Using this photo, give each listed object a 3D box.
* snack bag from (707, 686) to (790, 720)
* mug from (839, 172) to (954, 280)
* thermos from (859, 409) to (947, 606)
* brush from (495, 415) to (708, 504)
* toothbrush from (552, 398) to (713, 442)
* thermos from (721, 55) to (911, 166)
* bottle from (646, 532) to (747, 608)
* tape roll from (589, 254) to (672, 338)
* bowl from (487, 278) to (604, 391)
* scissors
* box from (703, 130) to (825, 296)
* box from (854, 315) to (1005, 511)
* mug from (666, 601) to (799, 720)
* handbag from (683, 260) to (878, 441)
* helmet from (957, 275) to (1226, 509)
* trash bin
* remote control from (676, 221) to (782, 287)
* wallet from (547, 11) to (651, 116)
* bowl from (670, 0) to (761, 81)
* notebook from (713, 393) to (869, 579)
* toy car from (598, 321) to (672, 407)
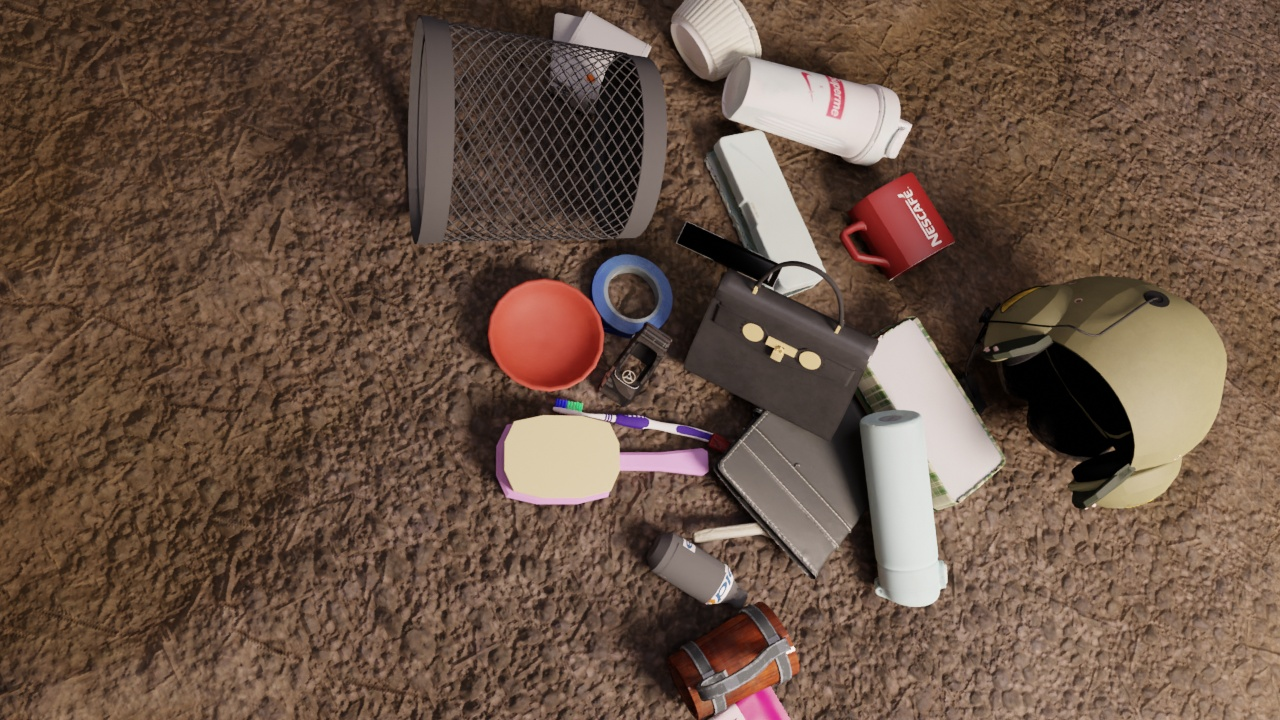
[{"bbox_3d":[0.066,0.402,0.921,0.196,0.016,0.070,-29,83,-19],"label":"snack bag"},{"bbox_3d":[0.295,-0.150,1.085,0.116,0.080,0.096,-29,84,-12],"label":"mug"},{"bbox_3d":[0.279,0.159,0.980,0.078,0.065,0.207,-7,99,12],"label":"thermos"},{"bbox_3d":[-0.034,0.103,0.957,0.228,0.043,0.089,2,76,-13],"label":"brush"},{"bbox_3d":[-0.003,0.066,0.989,0.186,0.015,0.016,12,80,-12],"label":"toothbrush"},{"bbox_3d":[0.209,-0.290,1.078,0.220,0.099,0.099,9,74,-20],"label":"thermos"},{"bbox_3d":[0.060,0.221,0.949,0.112,0.047,0.047,33,71,-4],"label":"bottle"},{"bbox_3d":[-0.010,-0.071,1.020,0.091,0.016,0.093,4,75,-13],"label":"tape roll"},{"bbox_3d":[-0.102,-0.023,0.976,0.122,0.035,0.122,3,75,-13],"label":"bowl"},{"bbox_3d":[0.132,0.159,0.991,0.178,0.015,0.198,-36,89,-28],"label":"scissors"},{"bbox_3d":[0.148,-0.172,1.070,0.083,0.067,0.199,-24,81,1],"label":"box"},{"bbox_3d":[0.317,0.059,1.040,0.117,0.050,0.205,-29,84,-32],"label":"box"},{"bbox_3d":[0.094,0.299,0.903,0.111,0.117,0.081,-23,83,-15],"label":"mug"},{"bbox_3d":[0.152,-0.031,0.930,0.176,0.196,0.072,27,57,10],"label":"handbag"},{"bbox_3d":[0.482,0.025,0.983,0.232,0.256,0.250,-30,86,-17],"label":"helmet"},{"bbox_3d":[-0.112,-0.224,0.934,0.227,0.218,0.217,0,76,-18],"label":"trash bin"},{"bbox_3d":[0.100,-0.121,1.037,0.124,0.011,0.028,27,95,15],"label":"remote control"},{"bbox_3d":[-0.062,-0.349,1.067,0.115,0.038,0.118,28,68,-6],"label":"wallet"},{"bbox_3d":[0.082,-0.381,1.078,0.062,0.115,0.115,-36,87,-5],"label":"bowl"},{"bbox_3d":[0.192,0.106,1.008,0.169,0.030,0.208,47,59,-1],"label":"notebook"},{"bbox_3d":[-0.006,0.006,0.977,0.040,0.037,0.092,34,103,-5],"label":"toy car"}]
